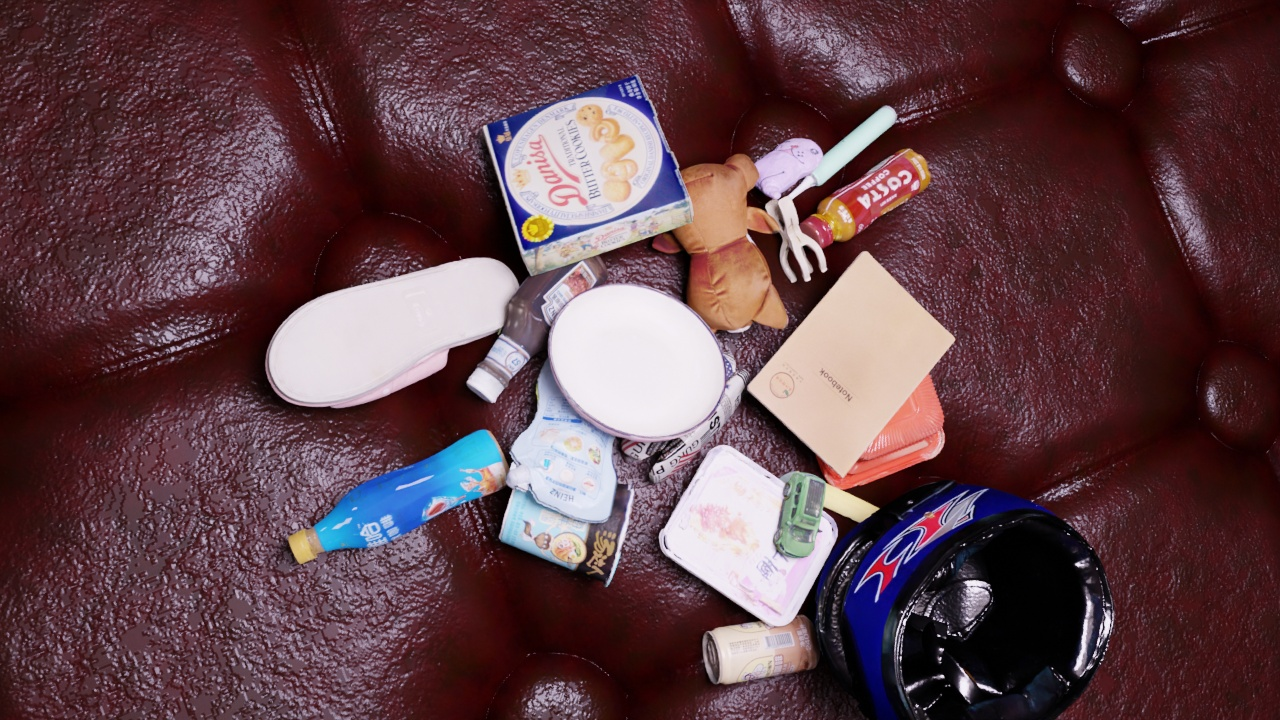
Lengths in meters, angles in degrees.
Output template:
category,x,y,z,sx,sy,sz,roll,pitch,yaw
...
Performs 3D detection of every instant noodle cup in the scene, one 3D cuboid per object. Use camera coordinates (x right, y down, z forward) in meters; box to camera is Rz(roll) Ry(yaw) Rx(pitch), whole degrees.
category,x,y,z,sx,sy,sz,roll,pitch,yaw
instant noodle cup,0.112,0.190,1.001,0.173,0.060,0.137,35,74,-9
instant noodle cup,0.268,0.045,1.055,0.164,0.079,0.189,-20,92,-12
instant noodle cup,-0.078,0.163,0.938,0.120,0.111,0.111,16,78,-4

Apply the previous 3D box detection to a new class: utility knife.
category,x,y,z,sx,sy,sz,roll,pitch,yaw
utility knife,0.247,0.173,1.058,0.198,0.021,0.031,27,108,-5

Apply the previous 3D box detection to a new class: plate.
category,x,y,z,sx,sy,sz,roll,pitch,yaw
plate,-0.006,0.006,0.960,0.192,0.039,0.192,9,55,-14

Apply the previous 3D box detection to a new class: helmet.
category,x,y,z,sx,sy,sz,roll,pitch,yaw
helmet,0.298,0.259,0.939,0.314,0.241,0.247,-16,87,-28

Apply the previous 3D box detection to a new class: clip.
category,x,y,z,sx,sy,sz,roll,pitch,yaw
clip,0.185,-0.139,1.059,0.034,0.082,0.105,-27,117,-17

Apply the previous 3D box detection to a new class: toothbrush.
category,x,y,z,sx,sy,sz,roll,pitch,yaw
toothbrush,0.231,-0.239,1.115,0.224,0.027,0.026,-41,122,-17

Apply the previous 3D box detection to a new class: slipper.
category,x,y,z,sx,sy,sz,roll,pitch,yaw
slipper,-0.248,-0.032,0.942,0.273,0.055,0.114,-27,92,-29

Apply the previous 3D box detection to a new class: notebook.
category,x,y,z,sx,sy,sz,roll,pitch,yaw
notebook,0.233,0.003,1.005,0.148,0.008,0.207,43,79,-6

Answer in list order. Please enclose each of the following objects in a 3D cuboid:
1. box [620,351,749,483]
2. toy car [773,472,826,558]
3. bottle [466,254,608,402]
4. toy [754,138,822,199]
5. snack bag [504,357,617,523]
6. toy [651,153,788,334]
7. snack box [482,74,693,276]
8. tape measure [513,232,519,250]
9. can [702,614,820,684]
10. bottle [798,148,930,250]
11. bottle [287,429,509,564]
category,x,y,z,sx,sy,sz,roll,pitch,yaw
box,0.046,0.053,1.009,0.087,0.076,0.162,42,76,15
toy car,0.172,0.164,0.972,0.043,0.036,0.091,16,81,-13
bottle,-0.111,-0.041,0.972,0.044,0.080,0.194,25,71,36
toy,0.167,-0.230,1.085,0.107,0.039,0.084,-37,51,-21
snack bag,-0.067,0.076,0.932,0.110,0.039,0.190,27,43,-12
toy,0.090,-0.119,1.023,0.130,0.140,0.199,-10,84,-58
snack box,-0.057,-0.198,0.968,0.182,0.046,0.177,-19,63,-1
tape measure,-0.109,-0.139,1.004,0.057,0.039,0.057,-30,90,-17
can,0.130,0.311,0.987,0.116,0.059,0.058,-5,83,-15
bottle,0.267,-0.190,1.100,0.174,0.057,0.057,-33,91,-17
bottle,-0.239,0.139,0.914,0.218,0.065,0.065,-24,88,-16
